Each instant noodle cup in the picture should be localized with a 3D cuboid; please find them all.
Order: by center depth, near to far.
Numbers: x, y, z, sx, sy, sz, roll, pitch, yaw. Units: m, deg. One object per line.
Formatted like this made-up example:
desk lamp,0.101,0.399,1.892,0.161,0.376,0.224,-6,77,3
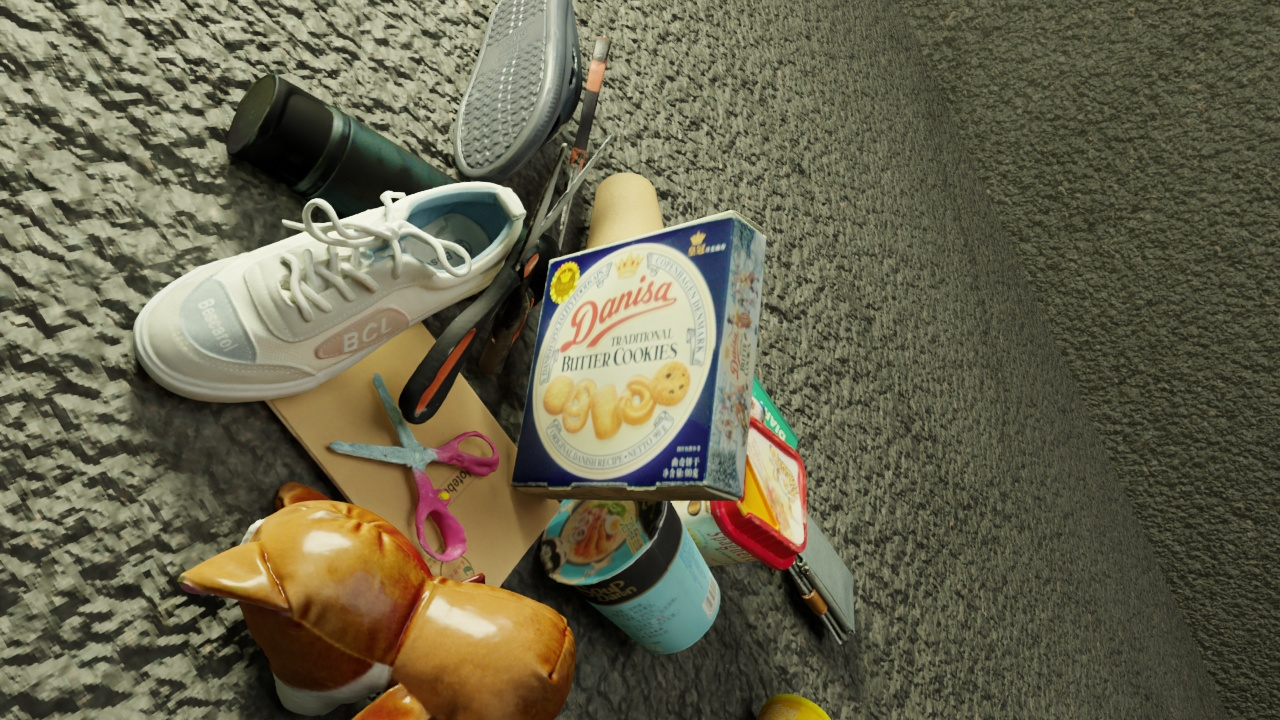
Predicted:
instant noodle cup,0.000,0.159,0.701,0.120,0.111,0.111,56,34,-31
instant noodle cup,0.063,0.121,0.782,0.116,0.124,0.116,38,43,-35

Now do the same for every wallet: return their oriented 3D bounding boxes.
wallet,0.182,0.221,0.967,0.130,0.037,0.106,54,25,-20

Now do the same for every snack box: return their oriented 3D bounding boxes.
snack box,-0.004,0.004,0.633,0.045,0.178,0.182,22,68,-43

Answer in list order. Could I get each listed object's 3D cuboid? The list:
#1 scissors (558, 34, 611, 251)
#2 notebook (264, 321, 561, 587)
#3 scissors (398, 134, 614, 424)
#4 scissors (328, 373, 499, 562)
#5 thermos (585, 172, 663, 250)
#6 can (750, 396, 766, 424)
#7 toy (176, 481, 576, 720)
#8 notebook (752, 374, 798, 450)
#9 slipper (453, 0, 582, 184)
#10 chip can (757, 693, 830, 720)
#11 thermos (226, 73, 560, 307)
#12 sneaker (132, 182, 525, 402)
scissors,-0.054,-0.177,0.797,0.015,0.189,0.222,12,29,-7
notebook,-0.146,0.060,0.618,0.207,0.008,0.147,55,33,-10
scissors,-0.086,-0.045,0.606,0.022,0.221,0.231,35,66,4
scissors,-0.139,0.065,0.601,0.134,0.017,0.133,-18,77,-54
thermos,-0.013,-0.106,0.852,0.093,0.093,0.143,38,34,-36
can,0.071,0.064,0.871,0.083,0.057,0.101,37,54,-33
toy,-0.137,0.147,0.491,0.199,0.130,0.140,38,7,-8
notebook,0.098,0.050,0.975,0.209,0.012,0.150,55,35,-17
slipper,-0.089,-0.244,0.807,0.083,0.111,0.267,39,39,-39
chip can,0.092,0.357,0.726,0.212,0.072,0.072,-33,98,-56
thermos,-0.168,-0.120,0.662,0.242,0.068,0.090,30,26,-42
sneaker,-0.168,-0.048,0.542,0.241,0.091,0.089,-29,90,-37
